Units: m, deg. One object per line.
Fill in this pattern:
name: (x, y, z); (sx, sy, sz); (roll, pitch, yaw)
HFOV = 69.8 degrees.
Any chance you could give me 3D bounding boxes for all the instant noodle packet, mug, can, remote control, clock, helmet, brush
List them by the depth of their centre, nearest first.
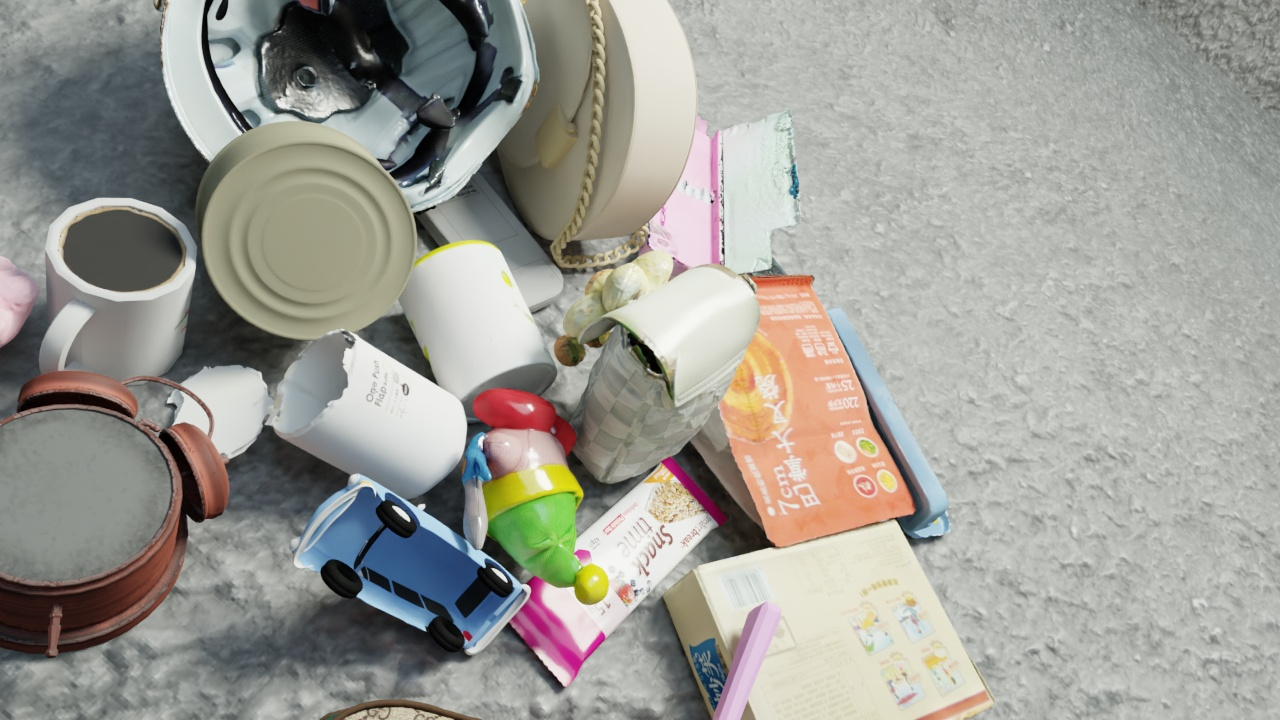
clock: (-0.293, 0.072, 0.485); (0.120, 0.072, 0.157); (32, 47, -7)
brush: (0.023, 0.235, 0.525); (0.043, 0.089, 0.228); (30, 58, -2)
mug: (-0.313, -0.029, 0.537); (0.073, 0.090, 0.105); (27, 47, -11)
can: (-0.211, -0.082, 0.582); (0.127, 0.128, 0.073); (6, 17, -28)
mug: (-0.117, -0.020, 0.657); (0.082, 0.083, 0.106); (-13, 65, -38)
helmet: (-0.224, -0.222, 0.677); (0.263, 0.164, 0.236); (-48, 118, -19)
instant noodle packet: (0.118, 0.039, 0.743); (0.164, 0.084, 0.220); (-5, 54, -35)
remote control: (-0.129, -0.099, 0.754); (0.074, 0.019, 0.151); (-28, 74, -42)

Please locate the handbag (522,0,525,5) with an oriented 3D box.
handbag: (-0.092, -0.293, 0.900); (0.172, 0.060, 0.108); (32, 42, -6)

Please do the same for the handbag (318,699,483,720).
handbag: (-0.124, 0.251, 0.467); (0.166, 0.063, 0.138); (24, 57, -15)

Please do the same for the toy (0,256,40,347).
toy: (-0.377, -0.023, 0.506); (0.050, 0.093, 0.102); (59, 35, -41)

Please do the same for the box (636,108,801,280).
box: (0.074, -0.164, 0.899); (0.159, 0.066, 0.230); (4, 51, 0)

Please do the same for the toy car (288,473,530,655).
toy car: (-0.129, 0.117, 0.526); (0.055, 0.056, 0.153); (37, -7, 49)

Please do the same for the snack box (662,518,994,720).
snack box: (0.136, 0.208, 0.658); (0.207, 0.055, 0.153); (-5, 59, -34)

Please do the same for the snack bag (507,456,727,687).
snack bag: (-0.012, 0.139, 0.647); (0.070, 0.016, 0.196); (48, 46, 7)

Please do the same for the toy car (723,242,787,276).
toy car: (0.115, -0.080, 0.881); (0.048, 0.033, 0.105); (-3, 45, -31)

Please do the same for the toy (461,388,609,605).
toy: (-0.067, 0.087, 0.585); (0.097, 0.124, 0.131); (-2, 62, 10)

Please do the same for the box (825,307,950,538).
box: (0.210, 0.058, 0.820); (0.120, 0.049, 0.209); (44, 21, -62)

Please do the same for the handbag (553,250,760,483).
handbag: (-0.004, 0.004, 0.650); (0.123, 0.172, 0.112); (44, 52, 15)

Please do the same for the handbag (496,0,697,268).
handbag: (-0.040, -0.207, 0.755); (0.103, 0.211, 0.208); (-9, 72, -36)

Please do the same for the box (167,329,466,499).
box: (-0.202, 0.040, 0.575); (0.136, 0.144, 0.083); (42, 40, -42)
